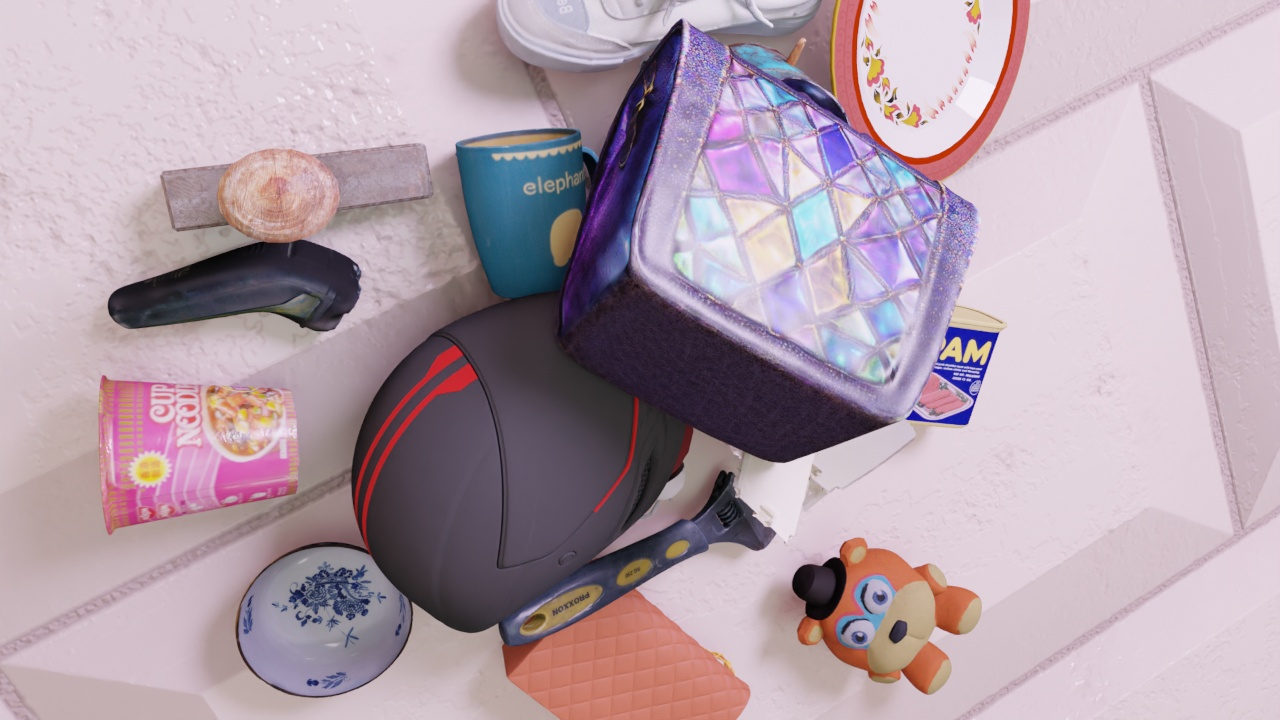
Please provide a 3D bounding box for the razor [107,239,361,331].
[{"bbox_3d":[-0.256,-0.039,0.588,0.151,0.054,0.067,-13,122,-10],"label":"razor"}]

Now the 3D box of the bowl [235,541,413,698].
[{"bbox_3d":[-0.221,0.173,0.644,0.114,0.045,0.114,-4,103,-18],"label":"bowl"}]

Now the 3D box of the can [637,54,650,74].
[{"bbox_3d":[0.046,-0.201,0.661,0.095,0.032,0.032,-3,102,-18],"label":"can"}]

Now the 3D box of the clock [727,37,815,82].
[{"bbox_3d":[0.061,-0.143,0.640,0.158,0.073,0.121,-30,131,5],"label":"clock"}]

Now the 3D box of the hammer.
[{"bbox_3d":[-0.173,-0.088,0.466,0.157,0.301,0.037,-11,105,-17],"label":"hammer"}]

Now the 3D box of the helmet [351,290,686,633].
[{"bbox_3d":[-0.095,0.064,0.590,0.169,0.164,0.265,0,128,-42],"label":"helmet"}]

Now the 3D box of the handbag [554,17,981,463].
[{"bbox_3d":[0.073,-0.075,0.533,0.205,0.126,0.221,28,63,-14],"label":"handbag"}]

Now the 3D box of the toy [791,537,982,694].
[{"bbox_3d":[0.203,0.214,0.779,0.176,0.096,0.112,25,93,-11],"label":"toy"}]

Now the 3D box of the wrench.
[{"bbox_3d":[0.013,0.146,0.691,0.272,0.022,0.073,-20,104,-34],"label":"wrench"}]

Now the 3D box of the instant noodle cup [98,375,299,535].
[{"bbox_3d":[-0.276,0.055,0.579,0.108,0.098,0.098,-3,102,-26],"label":"instant noodle cup"}]

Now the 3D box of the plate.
[{"bbox_3d":[0.217,-0.246,0.690,0.229,0.021,0.230,-15,116,-33],"label":"plate"}]

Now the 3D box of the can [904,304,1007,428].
[{"bbox_3d":[0.228,0.001,0.748,0.116,0.056,0.092,6,108,-20],"label":"can"}]

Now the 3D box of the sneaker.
[{"bbox_3d":[0.025,-0.254,0.600,0.242,0.091,0.089,-14,82,-18],"label":"sneaker"}]

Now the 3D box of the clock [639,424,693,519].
[{"bbox_3d":[-0.007,0.061,0.693,0.087,0.044,0.124,-2,102,-18],"label":"clock"}]

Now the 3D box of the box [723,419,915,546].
[{"bbox_3d":[0.114,0.044,0.636,0.143,0.192,0.107,38,111,-27],"label":"box"}]

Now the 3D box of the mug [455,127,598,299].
[{"bbox_3d":[-0.065,-0.102,0.626,0.111,0.085,0.104,-25,118,-42],"label":"mug"}]

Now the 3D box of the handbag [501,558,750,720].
[{"bbox_3d":[-0.009,0.243,0.722,0.109,0.060,0.172,-45,108,1],"label":"handbag"}]
